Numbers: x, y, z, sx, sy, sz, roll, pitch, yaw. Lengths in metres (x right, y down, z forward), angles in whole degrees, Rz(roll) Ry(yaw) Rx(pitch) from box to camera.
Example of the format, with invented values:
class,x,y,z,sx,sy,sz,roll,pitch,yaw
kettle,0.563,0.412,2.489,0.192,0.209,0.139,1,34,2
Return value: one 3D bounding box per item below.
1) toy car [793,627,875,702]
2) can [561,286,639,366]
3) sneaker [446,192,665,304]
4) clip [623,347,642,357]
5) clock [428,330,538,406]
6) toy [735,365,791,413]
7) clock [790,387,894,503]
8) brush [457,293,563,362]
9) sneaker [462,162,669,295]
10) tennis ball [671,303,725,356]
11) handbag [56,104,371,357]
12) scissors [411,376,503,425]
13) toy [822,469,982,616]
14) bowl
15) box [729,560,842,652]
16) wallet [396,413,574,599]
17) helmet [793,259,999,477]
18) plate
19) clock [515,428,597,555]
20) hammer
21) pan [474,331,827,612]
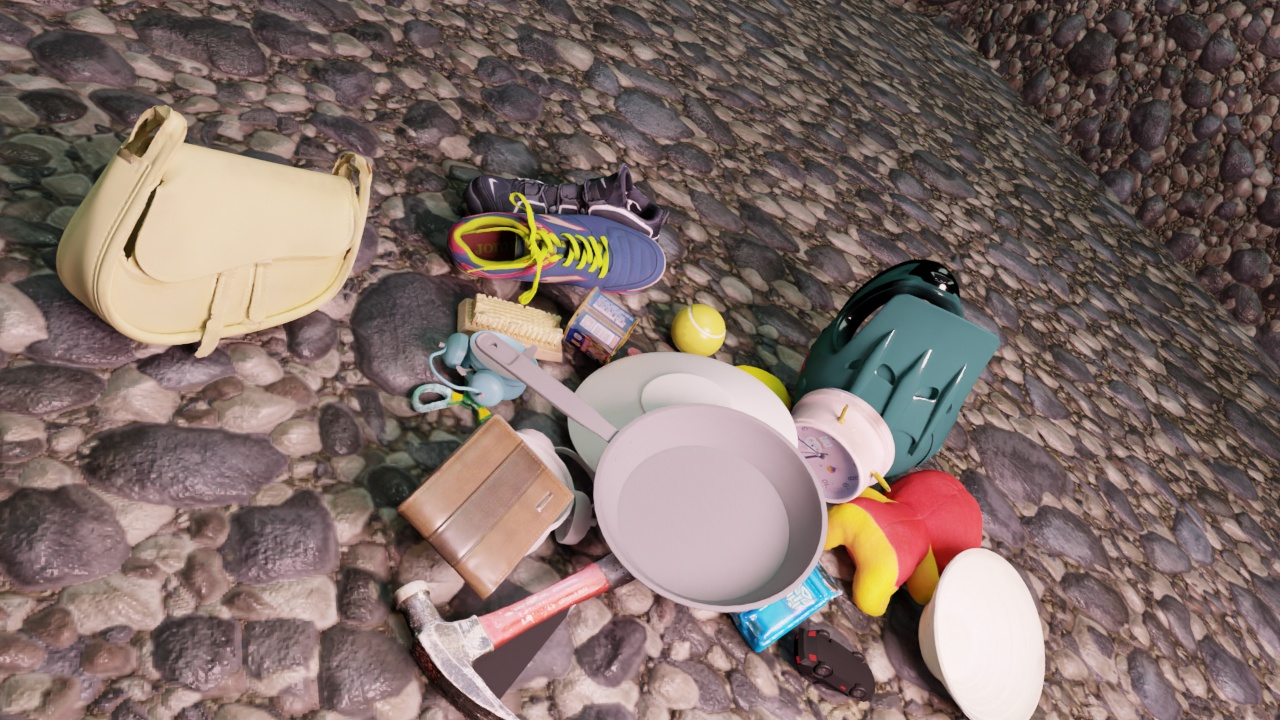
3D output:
class,x,y,z,sx,sy,sz,roll,pitch,yaw
toy car,0.178,0.285,0.851,0.091,0.036,0.042,35,33,-16
can,-0.044,-0.033,0.988,0.059,0.100,0.053,36,75,0
sneaker,-0.089,-0.114,0.998,0.241,0.091,0.116,3,84,-8
clip,-0.010,0.012,1.031,0.023,0.044,0.060,26,8,-16
clock,-0.151,0.005,0.891,0.123,0.042,0.087,-6,47,-51
toy,0.136,0.043,1.087,0.094,0.041,0.095,23,38,-7
clock,0.188,0.096,0.971,0.058,0.158,0.117,-39,100,-37
brush,-0.134,-0.036,0.969,0.117,0.039,0.049,14,42,-21
sneaker,-0.075,-0.182,1.084,0.252,0.151,0.097,20,39,-17
tennis ball,0.069,-0.035,1.102,0.065,0.065,0.065,21,38,-18
handbag,-0.346,-0.104,0.779,0.088,0.191,0.232,36,20,31
scissors,-0.166,0.039,0.884,0.130,0.011,0.125,11,37,-30
toy,0.294,0.189,1.003,0.215,0.099,0.147,-10,62,-37
bowl,0.332,0.282,0.927,0.176,0.058,0.176,13,67,-33
box,0.101,0.148,0.918,0.170,0.070,0.243,-13,57,-46
wallet,-0.120,0.112,0.729,0.098,0.027,0.120,47,48,-4
helmet,0.279,0.017,1.027,0.176,0.276,0.199,25,38,0
plate,0.044,0.052,0.903,0.229,0.030,0.228,4,38,-4
clock,-0.100,0.113,0.809,0.158,0.061,0.120,-12,56,-43
hammer,-0.029,0.189,0.764,0.325,0.036,0.140,-19,61,-37
pan,-0.005,0.083,0.804,0.357,0.051,0.200,32,53,15
